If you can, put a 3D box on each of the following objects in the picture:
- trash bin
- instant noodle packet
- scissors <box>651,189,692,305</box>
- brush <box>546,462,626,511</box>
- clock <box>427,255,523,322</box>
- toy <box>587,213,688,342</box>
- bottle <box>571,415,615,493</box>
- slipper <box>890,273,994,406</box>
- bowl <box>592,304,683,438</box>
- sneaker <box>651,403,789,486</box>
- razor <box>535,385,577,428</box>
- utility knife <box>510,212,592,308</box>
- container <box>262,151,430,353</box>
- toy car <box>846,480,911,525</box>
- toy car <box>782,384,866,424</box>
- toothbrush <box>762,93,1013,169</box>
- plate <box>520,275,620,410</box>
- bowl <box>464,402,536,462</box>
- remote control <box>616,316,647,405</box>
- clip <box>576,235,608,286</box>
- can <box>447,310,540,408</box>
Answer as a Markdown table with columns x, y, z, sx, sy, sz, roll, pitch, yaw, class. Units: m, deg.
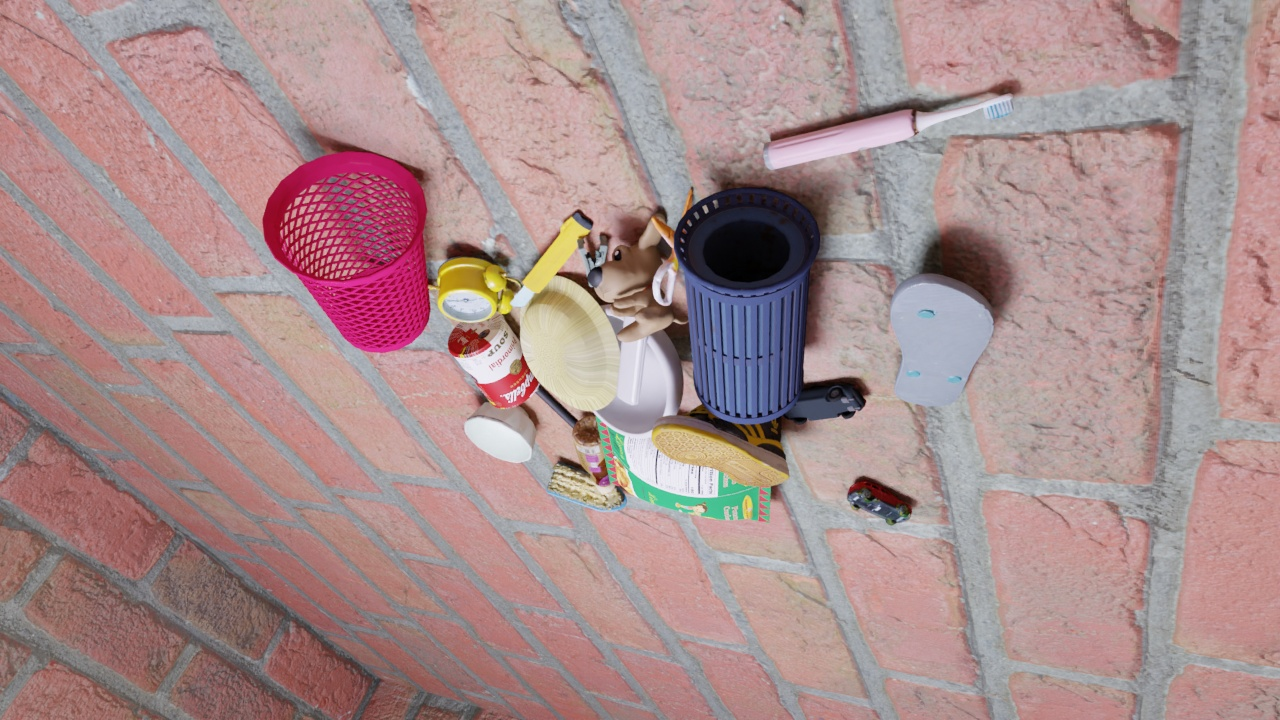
| x | y | z | sx | sy | sz | roll | pitch | yaw | class |
| --- | --- | --- | --- | --- | --- | --- | --- | --- | --- |
| 0.114 | -0.045 | 0.979 | 0.139 | 0.139 | 0.250 | 13 | 146 | 16 | trash bin |
| 0.064 | 0.157 | 1.326 | 0.253 | 0.090 | 0.196 | 12 | 144 | 15 | instant noodle packet |
| 0.040 | -0.114 | 0.970 | 0.011 | 0.128 | 0.125 | 22 | 171 | 39 | scissors |
| -0.087 | 0.218 | 1.541 | 0.136 | 0.055 | 0.075 | 18 | 168 | 10 | brush |
| -0.208 | -0.092 | 1.179 | 0.119 | 0.057 | 0.083 | -4 | 148 | 5 | clock |
| -0.003 | -0.081 | 1.020 | 0.105 | 0.108 | 0.134 | -12 | 161 | -31 | toy |
| -0.065 | 0.153 | 1.430 | 0.060 | 0.059 | 0.166 | 13 | 145 | 17 | bottle |
| 0.316 | -0.026 | 0.966 | 0.098 | 0.054 | 0.269 | 8 | 154 | 19 | slipper |
| -0.007 | 0.007 | 1.160 | 0.177 | 0.066 | 0.177 | 23 | 127 | 36 | bowl |
| 0.102 | 0.073 | 1.134 | 0.086 | 0.122 | 0.238 | -19 | 149 | 33 | sneaker |
| -0.143 | 0.060 | 1.389 | 0.144 | 0.022 | 0.043 | 41 | -175 | -30 | razor |
| -0.113 | -0.116 | 1.109 | 0.030 | 0.017 | 0.192 | 38 | 132 | -9 | utility knife |
| -0.344 | -0.116 | 1.151 | 0.183 | 0.182 | 0.226 | 20 | 154 | 7 | container |
| 0.329 | 0.196 | 1.261 | 0.091 | 0.036 | 0.042 | 27 | 146 | -3 | toy car |
| 0.221 | 0.051 | 1.133 | 0.112 | 0.034 | 0.046 | -11 | 133 | 40 | toy car |
| 0.210 | -0.200 | 0.802 | 0.223 | 0.027 | 0.026 | -5 | 108 | 37 | toothbrush |
| -0.104 | -0.014 | 1.167 | 0.184 | 0.036 | 0.185 | 23 | 127 | 36 | plate |
| -0.214 | 0.104 | 1.455 | 0.117 | 0.061 | 0.118 | 17 | 146 | 11 | bowl |
| -0.011 | -0.005 | 1.094 | 0.033 | 0.012 | 0.131 | 30 | 130 | 31 | remote control |
| -0.062 | -0.115 | 1.081 | 0.050 | 0.023 | 0.078 | 1 | 144 | -15 | clip |
| -0.203 | -0.001 | 1.280 | 0.087 | 0.086 | 0.116 | 1 | 140 | 31 | can |
